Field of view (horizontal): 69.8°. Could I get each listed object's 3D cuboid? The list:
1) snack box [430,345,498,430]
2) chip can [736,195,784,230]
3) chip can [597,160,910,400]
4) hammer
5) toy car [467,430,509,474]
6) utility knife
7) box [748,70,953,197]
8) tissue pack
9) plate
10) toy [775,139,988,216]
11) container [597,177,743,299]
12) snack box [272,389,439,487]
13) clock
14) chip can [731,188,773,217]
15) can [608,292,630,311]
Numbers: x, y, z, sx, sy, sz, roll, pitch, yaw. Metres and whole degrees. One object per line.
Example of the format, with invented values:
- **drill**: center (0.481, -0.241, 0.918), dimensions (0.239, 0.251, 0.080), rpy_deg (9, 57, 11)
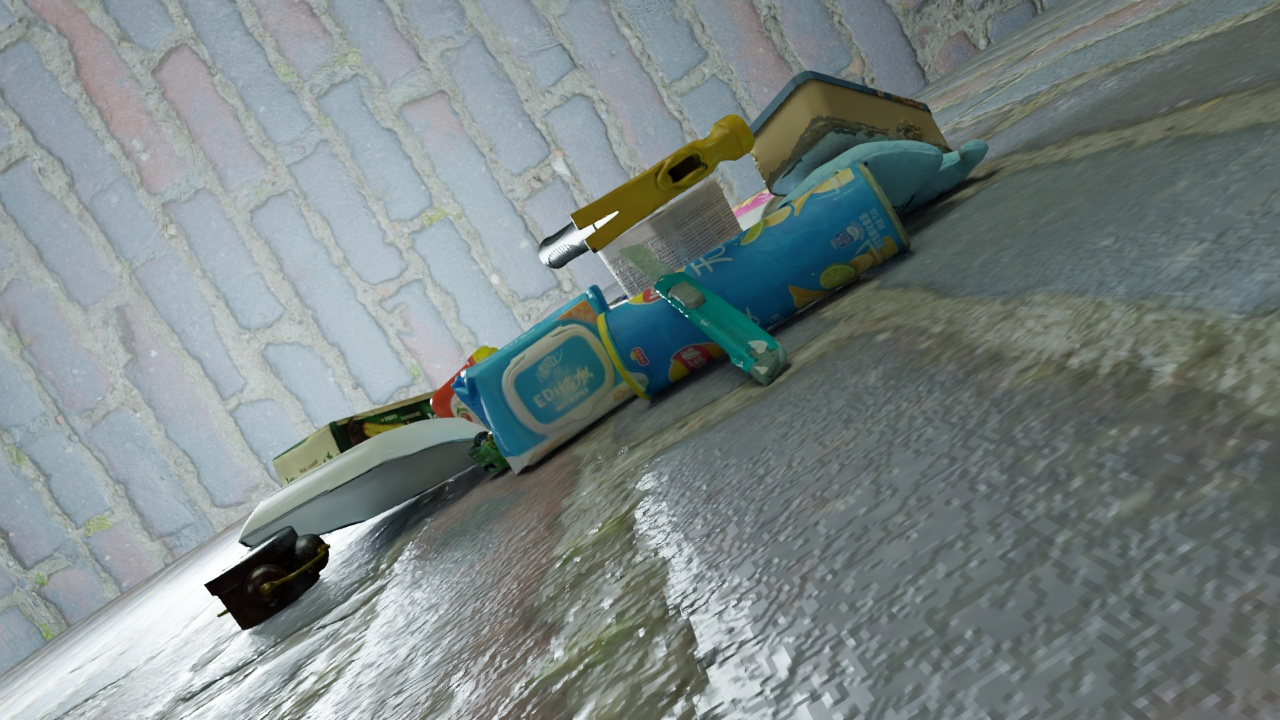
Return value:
- **snack box**: center (-0.155, 0.042, 0.916), dimensions (0.080, 0.091, 0.082), rpy_deg (-38, 7, 8)
- **chip can**: center (0.091, -0.096, 0.859), dimensions (0.071, 0.071, 0.215), rpy_deg (-35, 8, -22)
- **chip can**: center (0.076, -0.053, 0.638), dimensions (0.210, 0.071, 0.071), rpy_deg (-30, 7, 12)
- **hammer**: center (-0.027, -0.113, 0.732), dimensions (0.128, 0.033, 0.301), rpy_deg (-35, 9, -20)
- **toy car**: center (-0.100, 0.059, 0.763), dimensions (0.091, 0.036, 0.043), rpy_deg (-37, 8, -29)
- **utility knife**: center (0.032, -0.039, 0.587), dimensions (0.029, 0.013, 0.216), rpy_deg (-32, 35, -9)
- **box**: center (0.167, -0.174, 0.748), dimensions (0.184, 0.061, 0.090), rpy_deg (4, -34, -38)
- **tissue pack**: center (-0.066, 0.014, 0.707), dimensions (0.139, 0.090, 0.063), rpy_deg (-35, 8, -19)
- **plate**: center (-0.251, 0.110, 0.840), dimensions (0.266, 0.034, 0.161), rpy_deg (-28, -14, 27)
- **toy**: center (0.186, -0.137, 0.703), dimensions (0.162, 0.049, 0.156), rpy_deg (-22, -14, 19)
- **container**: center (0.041, -0.074, 0.760), dimensions (0.090, 0.111, 0.090), rpy_deg (-24, 11, 48)
- **snack box**: center (-0.273, 0.086, 1.022), dimensions (0.115, 0.063, 0.239), rpy_deg (-28, -4, 32)
- **clock**: center (-0.309, 0.180, 0.770), dimensions (0.122, 0.055, 0.081), rpy_deg (-26, 9, 36)
- **chip can**: center (0.124, -0.153, 1.101), dimensions (0.071, 0.071, 0.211), rpy_deg (-37, 9, -35)
- **can**: center (0.009, -0.063, 1.069), dimensions (0.074, 0.049, 0.148), rpy_deg (-35, 8, -15)
